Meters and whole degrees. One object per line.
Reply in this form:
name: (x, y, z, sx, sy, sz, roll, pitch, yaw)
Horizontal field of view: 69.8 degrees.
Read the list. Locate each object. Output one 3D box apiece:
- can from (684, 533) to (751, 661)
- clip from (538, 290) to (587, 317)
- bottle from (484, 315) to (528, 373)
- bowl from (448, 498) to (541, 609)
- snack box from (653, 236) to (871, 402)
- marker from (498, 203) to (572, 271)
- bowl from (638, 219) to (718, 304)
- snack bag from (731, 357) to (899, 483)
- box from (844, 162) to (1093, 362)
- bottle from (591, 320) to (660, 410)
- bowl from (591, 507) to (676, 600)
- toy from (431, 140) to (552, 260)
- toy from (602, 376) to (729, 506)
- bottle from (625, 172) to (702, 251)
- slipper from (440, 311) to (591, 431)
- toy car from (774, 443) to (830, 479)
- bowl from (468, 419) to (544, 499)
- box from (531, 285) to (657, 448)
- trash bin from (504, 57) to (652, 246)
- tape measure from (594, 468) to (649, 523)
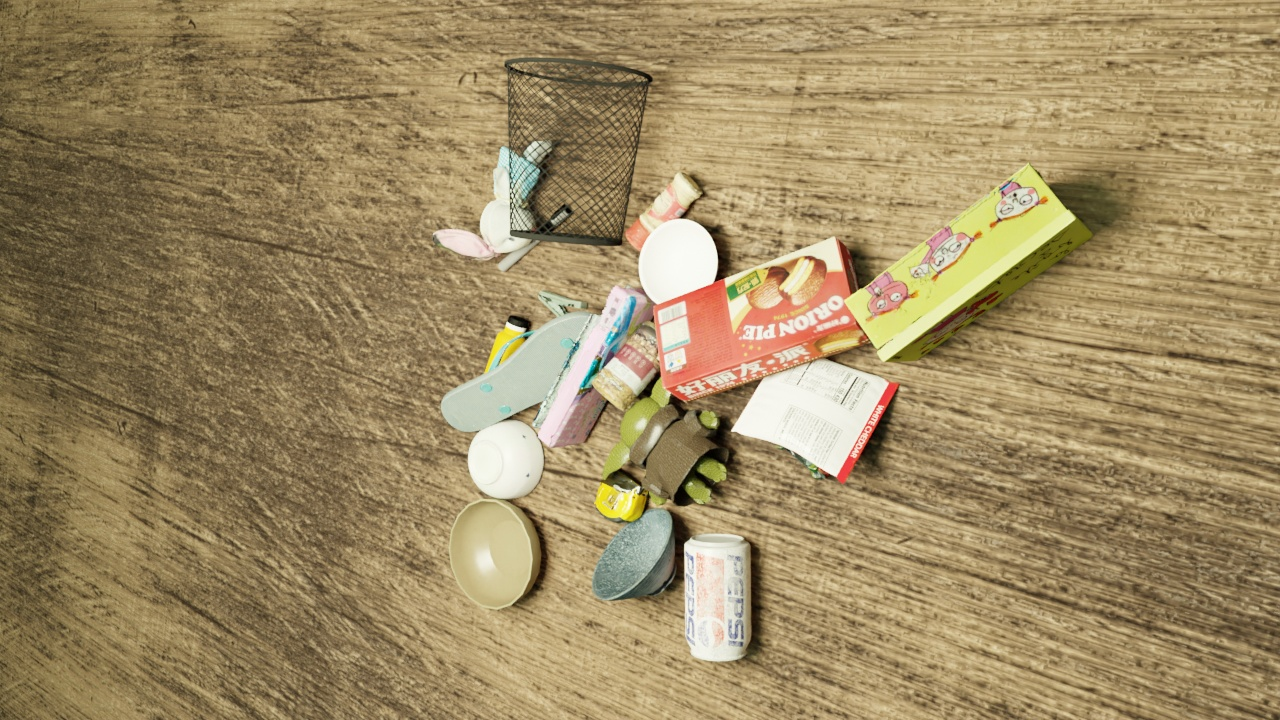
can: (0.092, 0.279, 1.091, 0.078, 0.078, 0.136, -1, 89, 32)
clip: (-0.110, -0.076, 1.256, 0.076, 0.023, 0.059, 32, 104, 27)
bottle: (-0.194, 0.008, 1.295, 0.043, 0.043, 0.144, 27, 104, 30)
bowl: (-0.196, 0.268, 1.289, 0.153, 0.050, 0.152, 0, 89, 32)
snack box: (0.134, -0.042, 1.046, 0.237, 0.060, 0.113, -20, 60, 25)
marker: (-0.149, -0.169, 1.284, 0.141, 0.016, 0.016, -36, 71, 27)
bowl: (0.055, -0.118, 1.139, 0.110, 0.040, 0.110, 0, 89, 32)
snack bag: (0.194, 0.053, 1.032, 0.144, 0.039, 0.130, 23, 72, 31)
box: (0.329, -0.091, 0.920, 0.221, 0.124, 0.080, -37, 71, 25)
bottle: (-0.007, 0.007, 1.144, 0.056, 0.056, 0.105, 37, 81, 27)
bowl: (0.007, 0.256, 1.146, 0.137, 0.136, 0.057, -37, 111, 27)
toy: (-0.174, -0.211, 1.264, 0.106, 0.131, 0.205, 37, 95, 13)
toy: (0.039, 0.108, 1.126, 0.153, 0.078, 0.179, 43, 107, 33)
bottle: (0.029, -0.186, 1.156, 0.109, 0.044, 0.044, -46, 67, 22)
slipper: (-0.153, 0.016, 1.251, 0.269, 0.054, 0.098, -33, 116, 19)
toy car: (0.184, 0.101, 1.056, 0.036, 0.042, 0.091, -43, 60, -2)
bowl: (-0.197, 0.140, 1.285, 0.114, 0.063, 0.113, 0, 90, 32)
box: (-0.060, 0.006, 1.186, 0.053, 0.084, 0.231, 37, 109, 26)
trash bin: (-0.086, -0.256, 1.158, 0.184, 0.183, 0.210, 11, 101, 32)
tape measure: (-0.027, 0.178, 1.187, 0.065, 0.037, 0.064, 30, 95, 36)
